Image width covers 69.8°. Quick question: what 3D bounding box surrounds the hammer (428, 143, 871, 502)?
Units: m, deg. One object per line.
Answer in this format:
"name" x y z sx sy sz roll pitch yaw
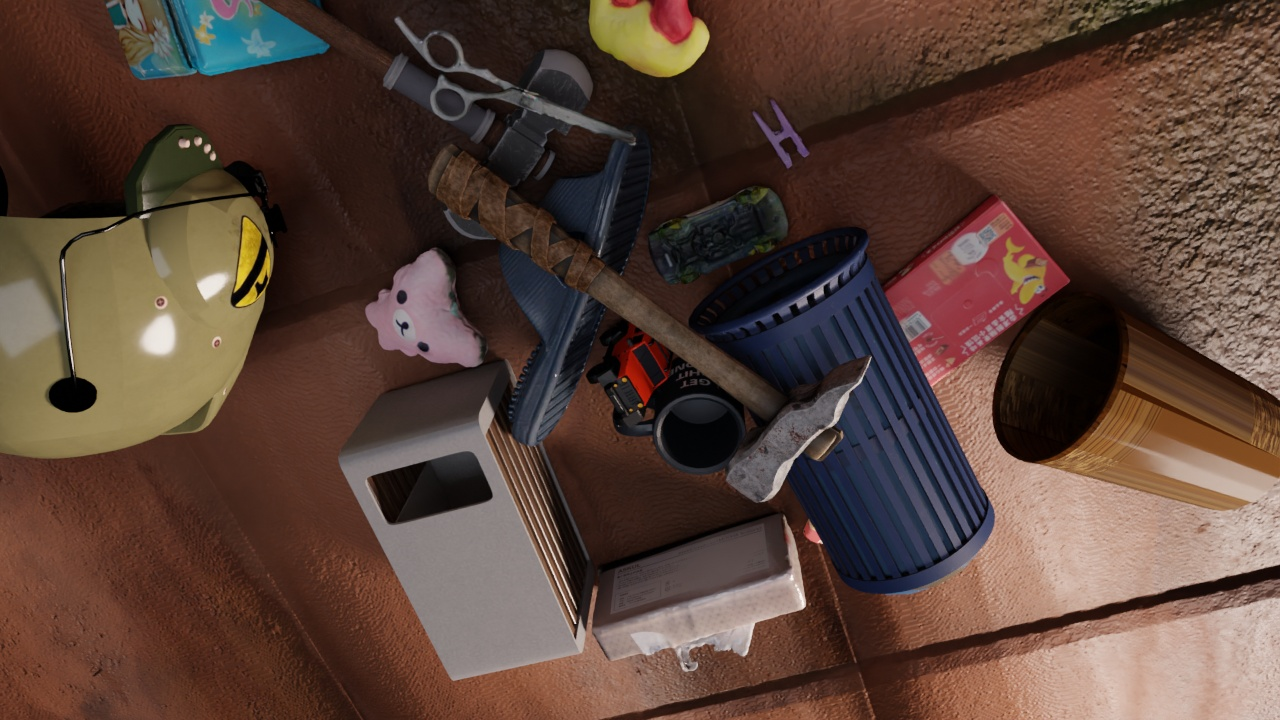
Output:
"hammer" -0.005 -0.038 0.597 0.319 0.048 0.122 36 126 5

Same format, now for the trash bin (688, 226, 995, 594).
"trash bin" 0.155 0.044 0.680 0.139 0.139 0.249 -27 105 15

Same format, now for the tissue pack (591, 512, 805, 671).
"tissue pack" 0.051 0.206 0.795 0.181 0.103 0.071 -17 114 10

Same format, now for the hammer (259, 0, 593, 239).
"hammer" -0.198 -0.215 0.613 0.322 0.043 0.156 29 114 -24

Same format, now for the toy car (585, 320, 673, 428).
"toy car" -0.004 0.004 0.707 0.049 0.100 0.051 -23 113 20

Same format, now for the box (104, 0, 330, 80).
"box" -0.316 -0.306 0.603 0.172 0.083 0.227 -7 114 6

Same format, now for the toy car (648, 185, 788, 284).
"toy car" 0.058 -0.095 0.695 0.105 0.033 0.048 -21 109 8

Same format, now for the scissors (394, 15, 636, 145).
"scissors" -0.081 -0.181 0.595 0.172 0.014 0.090 5 127 14

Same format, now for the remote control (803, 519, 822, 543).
"remote control" 0.178 0.110 0.789 0.038 0.018 0.126 15 116 -3

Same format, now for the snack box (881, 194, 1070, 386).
"snack box" 0.247 -0.051 0.708 0.133 0.021 0.089 -41 106 19

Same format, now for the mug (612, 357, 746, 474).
"mug" 0.030 0.042 0.734 0.105 0.077 0.071 -2 114 5

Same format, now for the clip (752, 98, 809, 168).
"clip" 0.106 -0.167 0.671 0.037 0.013 0.053 -17 114 12

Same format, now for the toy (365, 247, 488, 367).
"toy" -0.176 -0.035 0.729 0.096 0.052 0.099 -11 111 22

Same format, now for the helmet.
"helmet" -0.363 -0.054 0.608 0.250 0.255 0.233 8 111 1

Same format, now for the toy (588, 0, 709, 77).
"toy" 0.020 -0.258 0.614 0.138 0.067 0.105 -37 105 31

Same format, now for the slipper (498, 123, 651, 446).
"slipper" -0.065 -0.060 0.691 0.082 0.101 0.264 26 115 10

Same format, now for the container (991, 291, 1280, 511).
"container" 0.378 0.040 0.689 0.167 0.132 0.132 20 114 -12

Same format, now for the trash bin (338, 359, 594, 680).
"trash bin" -0.134 0.134 0.766 0.114 0.114 0.229 -15 112 10
